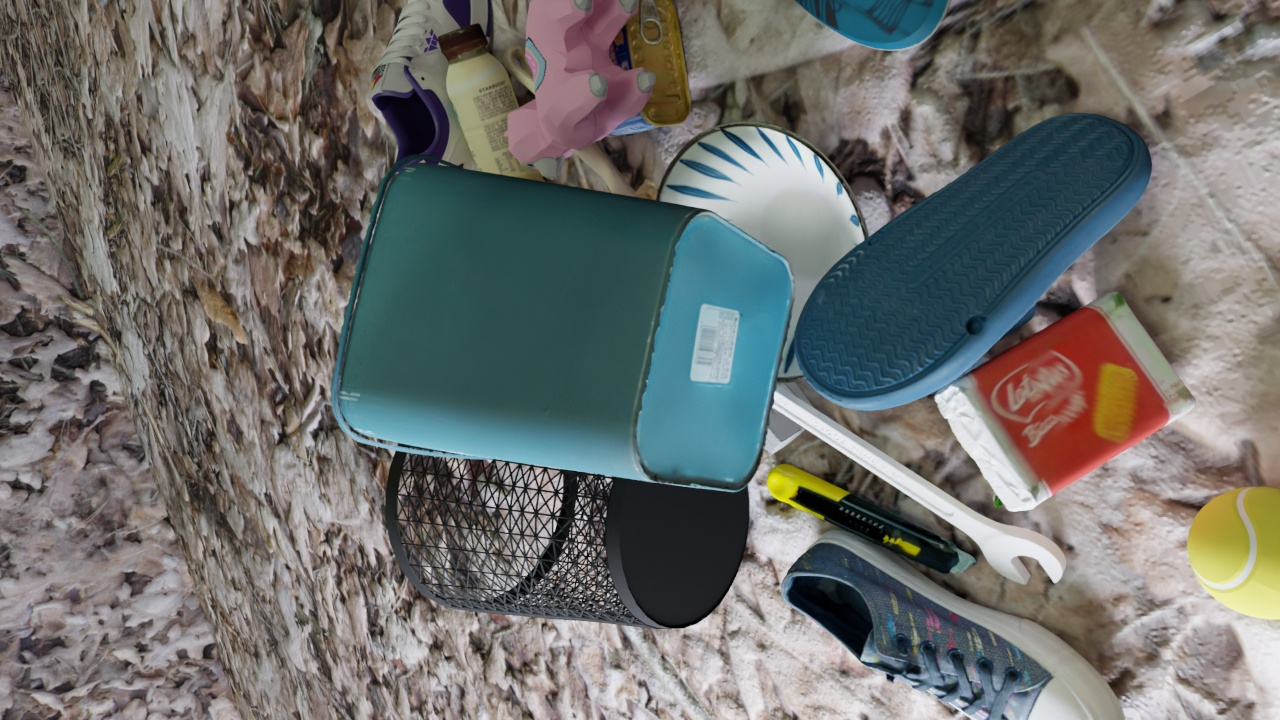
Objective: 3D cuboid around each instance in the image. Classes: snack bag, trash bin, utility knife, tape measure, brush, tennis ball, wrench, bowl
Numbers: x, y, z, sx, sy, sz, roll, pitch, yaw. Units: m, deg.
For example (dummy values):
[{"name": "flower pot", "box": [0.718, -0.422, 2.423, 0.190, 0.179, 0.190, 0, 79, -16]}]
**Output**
[{"name": "snack bag", "box": [0.227, 0.022, 0.493, 0.077, 0.115, 0.036, 60, 170, 11]}, {"name": "trash bin", "box": [-0.054, 0.123, 0.781, 0.244, 0.216, 0.217, 0, 103, 41]}, {"name": "utility knife", "box": [0.162, 0.115, 0.665, 0.174, 0.020, 0.029, 20, 120, 44]}, {"name": "tape measure", "box": [0.097, 0.032, 0.680, 0.060, 0.062, 0.020, 49, 134, 17]}, {"name": "brush", "box": [-0.047, -0.176, 0.777, 0.077, 0.062, 0.272, -45, 65, 29]}, {"name": "tennis ball", "box": [0.313, 0.096, 0.461, 0.065, 0.065, 0.065, 19, 117, 43]}, {"name": "trash bin", "box": [-0.040, -0.015, 0.587, 0.219, 0.196, 0.199, 10, 86, 35]}, {"name": "wrench", "box": [0.151, 0.063, 0.609, 0.273, 0.009, 0.047, 34, 145, 15]}, {"name": "bowl", "box": [0.096, -0.079, 0.628, 0.177, 0.070, 0.177, 22, 124, 37]}]

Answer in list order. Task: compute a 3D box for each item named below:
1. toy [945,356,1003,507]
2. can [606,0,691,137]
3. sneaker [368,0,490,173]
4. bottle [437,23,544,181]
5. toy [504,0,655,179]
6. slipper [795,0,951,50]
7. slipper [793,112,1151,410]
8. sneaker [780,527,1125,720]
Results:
[{"name": "toy", "box": [0.207, 0.031, 0.550, 0.050, 0.087, 0.112, -21, 43, 27]}, {"name": "can", "box": [-0.004, -0.226, 0.706, 0.059, 0.053, 0.100, 3, 105, 50]}, {"name": "sneaker", "box": [-0.203, -0.276, 0.851, 0.092, 0.110, 0.244, -4, 96, 43]}, {"name": "bottle", "box": [-0.133, -0.215, 0.822, 0.057, 0.056, 0.162, 5, 121, 47]}, {"name": "toy", "box": [-0.056, -0.207, 0.681, 0.158, 0.067, 0.123, -6, 97, 56]}, {"name": "slipper", "box": [0.073, -0.292, 0.583, 0.295, 0.060, 0.118, 42, 138, 32]}, {"name": "slipper", "box": [0.182, -0.048, 0.503, 0.214, 0.059, 0.103, -40, 44, 10]}, {"name": "sneaker", "box": [0.195, 0.199, 0.618, 0.236, 0.079, 0.088, 29, 123, 39]}]
